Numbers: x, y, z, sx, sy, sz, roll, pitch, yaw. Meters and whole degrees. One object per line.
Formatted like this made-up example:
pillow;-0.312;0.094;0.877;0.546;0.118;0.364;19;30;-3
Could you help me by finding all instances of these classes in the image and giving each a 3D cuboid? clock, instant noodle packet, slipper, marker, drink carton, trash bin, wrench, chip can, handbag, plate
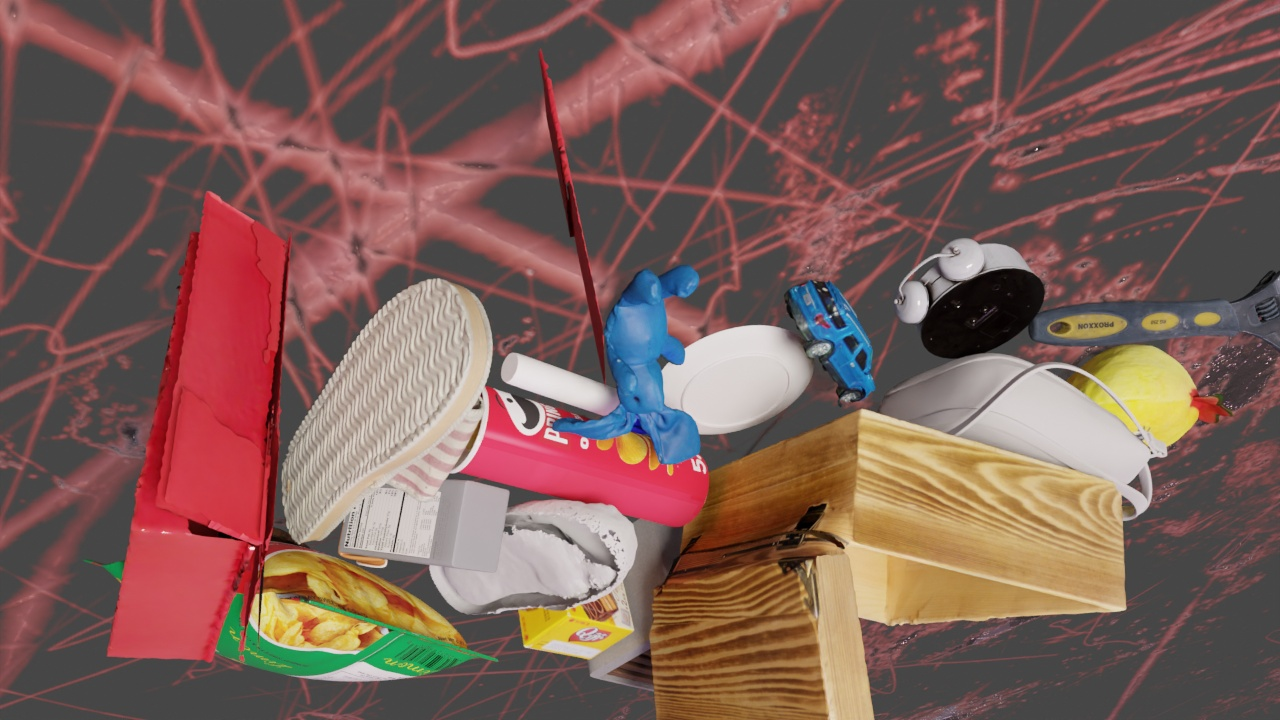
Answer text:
clock;0.243;-0.049;0.690;0.122;0.035;0.095;19;130;-33
instant noodle packet;-0.262;0.189;0.693;0.253;0.090;0.195;-1;154;31
slipper;-0.170;0.045;0.620;0.052;0.115;0.264;8;143;-44
marker;-0.044;0.026;0.695;0.133;0.027;0.023;21;163;-36
drink carton;-0.166;0.122;0.695;0.125;0.076;0.048;-2;163;34
trash bin;0.055;0.260;0.930;0.115;0.114;0.228;-37;136;25
wrench;0.454;-0.033;0.763;0.273;0.022;0.073;-4;97;-6
slipper;-0.086;0.159;0.747;0.112;0.074;0.248;47;141;-14
chip can;-0.047;0.078;0.722;0.220;0.069;0.069;21;129;-36
handbag;0.318;0.083;0.735;0.222;0.095;0.216;27;157;-11
plate;0.077;0.022;0.739;0.134;0.011;0.135;-9;140;-7

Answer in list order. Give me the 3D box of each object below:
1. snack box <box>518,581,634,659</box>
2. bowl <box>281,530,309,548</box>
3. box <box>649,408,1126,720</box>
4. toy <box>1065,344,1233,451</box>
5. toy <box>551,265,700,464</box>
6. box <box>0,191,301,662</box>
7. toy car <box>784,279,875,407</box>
snack box;-0.064;0.207;0.839;0.083;0.105;0.061;26;124;-39
bowl;-0.325;0.164;0.770;0.102;0.026;0.114;-11;141;-4
box;0.144;0.236;0.687;0.286;0.333;0.280;18;159;-16
toy;0.391;0.045;0.807;0.208;0.092;0.134;-19;154;20
toy;-0.004;0.004;0.641;0.112;0.071;0.177;-13;131;-23
box;-0.271;0.030;0.487;0.153;0.213;0.165;8;136;-26
toy car;0.148;-0.013;0.687;0.044;0.056;0.120;-28;137;14
